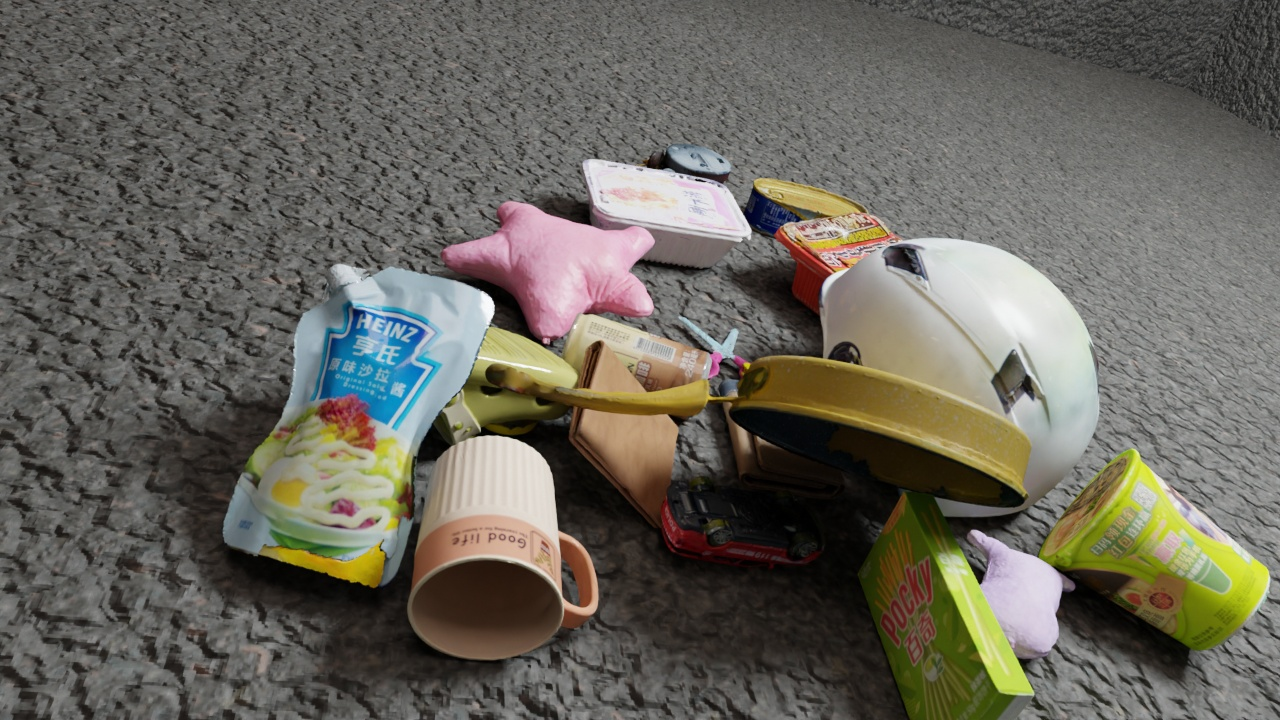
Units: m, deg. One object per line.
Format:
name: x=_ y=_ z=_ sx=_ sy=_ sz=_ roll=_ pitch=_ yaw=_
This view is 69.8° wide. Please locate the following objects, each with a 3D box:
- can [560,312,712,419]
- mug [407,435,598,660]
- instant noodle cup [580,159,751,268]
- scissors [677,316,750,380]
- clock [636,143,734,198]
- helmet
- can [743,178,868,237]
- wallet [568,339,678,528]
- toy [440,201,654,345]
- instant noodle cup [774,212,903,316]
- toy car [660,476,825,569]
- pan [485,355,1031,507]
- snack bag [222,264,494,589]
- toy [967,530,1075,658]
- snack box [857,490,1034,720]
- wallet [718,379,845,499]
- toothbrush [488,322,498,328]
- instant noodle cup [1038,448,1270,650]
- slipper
can: x=-0.004 y=0.004 z=0.747 sx=0.116 sy=0.059 sz=0.058 roll=18 pitch=33 yaw=1
mug: x=-0.076 y=0.113 z=0.542 sx=0.114 sy=0.082 sz=0.105 roll=28 pitch=27 yaw=-23
instant noodle cup: x=0.020 y=-0.154 z=0.992 sx=0.173 sy=0.060 sz=0.137 roll=8 pitch=34 yaw=-17
scissors: x=0.073 y=-0.004 z=0.833 sx=0.130 sy=0.017 sz=0.133 roll=-10 pitch=41 yaw=-45
clock: x=0.053 y=-0.226 z=1.118 sx=0.121 sy=0.055 sz=0.082 roll=3 pitch=36 yaw=-21
helmet: x=0.275 y=-0.008 z=0.760 sx=0.228 sy=0.146 sz=0.258 roll=-4 pitch=62 yaw=-34
can: x=0.201 y=-0.178 z=1.123 sx=0.148 sy=0.049 sz=0.074 roll=11 pitch=33 yaw=-10
wallet: x=-0.010 y=0.052 z=0.663 sx=0.101 sy=0.020 sz=0.115 roll=49 pitch=27 yaw=-24
toy: x=-0.082 y=-0.081 z=0.827 sx=0.194 sy=0.075 sz=0.178 roll=11 pitch=44 yaw=-4
instant noodle cup: x=0.244 y=-0.081 z=0.973 sx=0.164 sy=0.079 sz=0.189 roll=-14 pitch=44 yaw=-39
toy car: x=0.069 y=0.115 z=0.632 sx=0.120 sy=0.045 sz=0.052 roll=11 pitch=35 yaw=-21
pan: x=0.079 y=0.038 z=0.602 sx=0.357 sy=0.078 sz=0.198 roll=21 pitch=-11 yaw=-8
snack bag: x=-0.167 y=0.031 z=0.548 sx=0.110 sy=0.039 sz=0.190 roll=13 pitch=73 yaw=10
toy: x=0.265 y=0.167 z=0.652 sx=0.084 sy=0.039 sz=0.107 roll=28 pitch=35 yaw=15
snack box: x=0.183 y=0.166 z=0.573 sx=0.026 sy=0.086 sz=0.156 roll=10 pitch=34 yaw=-13
wallet: x=0.113 y=0.061 z=0.748 sx=0.090 sy=0.033 sz=0.115 roll=11 pitch=37 yaw=-12
toothbrush: x=-0.077 y=0.015 z=0.740 sx=0.189 sy=0.014 sz=0.017 roll=36 pitch=47 yaw=25
instant noodle cup: x=0.387 y=0.148 z=0.687 sx=0.123 sy=0.112 sz=0.111 roll=38 pitch=37 yaw=16
slipper: x=-0.131 y=0.016 z=0.655 sx=0.190 sy=0.082 sz=0.091 roll=13 pitch=16 yaw=-38
